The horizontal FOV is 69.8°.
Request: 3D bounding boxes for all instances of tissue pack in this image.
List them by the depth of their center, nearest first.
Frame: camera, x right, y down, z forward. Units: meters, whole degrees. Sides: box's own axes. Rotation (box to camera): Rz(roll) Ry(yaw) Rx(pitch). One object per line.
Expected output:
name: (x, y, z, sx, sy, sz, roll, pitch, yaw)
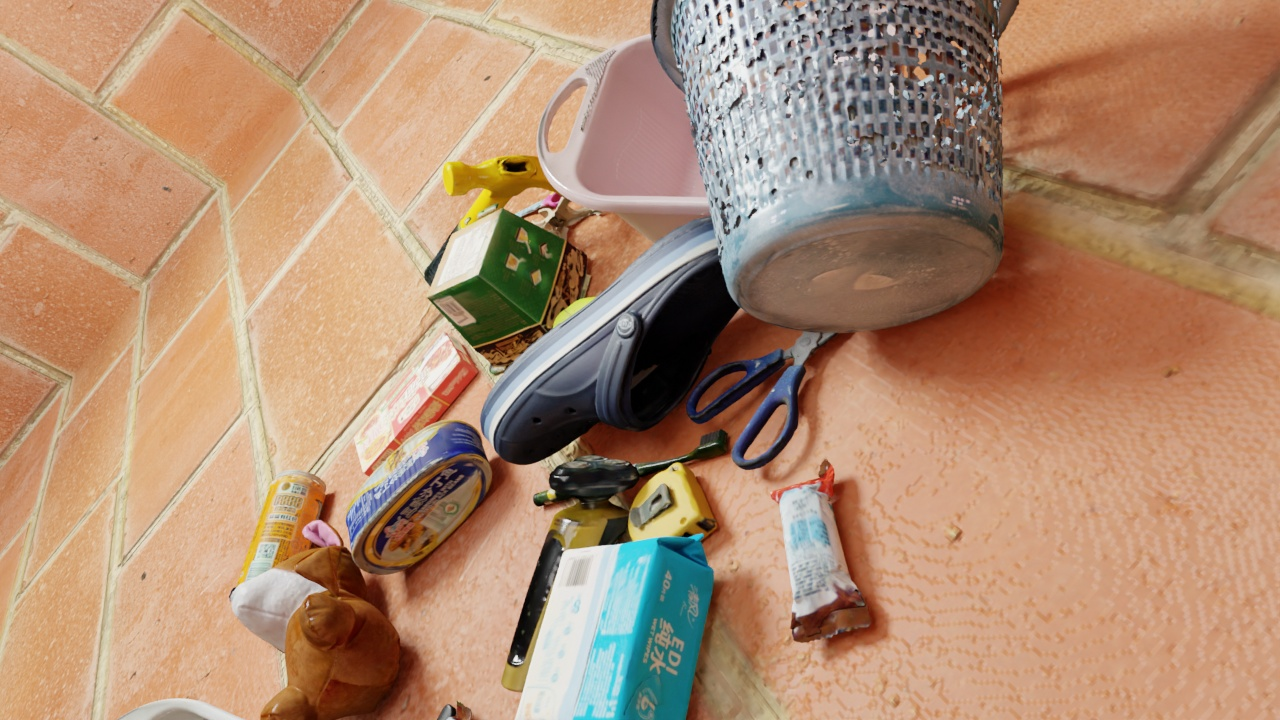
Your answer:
tissue pack: (-0.011, 0.169, 0.541, 0.090, 0.063, 0.139, -18, 46, 42)

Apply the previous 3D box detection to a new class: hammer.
hammer: (-0.173, -0.136, 0.946, 0.302, 0.128, 0.033, -30, 73, 60)

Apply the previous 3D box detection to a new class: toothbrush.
toothbrush: (-0.012, 0.081, 0.667, 0.186, 0.012, 0.017, -22, 39, 37)

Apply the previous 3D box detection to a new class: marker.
marker: (-0.162, 0.301, 0.640, 0.018, 0.015, 0.124, -2, 57, 53)

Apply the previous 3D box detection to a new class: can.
can: (-0.190, 0.118, 0.786, 0.148, 0.074, 0.049, -44, 39, 10)
can: (-0.369, 0.188, 0.944, 0.058, 0.058, 0.145, -28, 41, 31)

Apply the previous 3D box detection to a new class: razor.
razor: (-0.053, 0.141, 0.621, 0.062, 0.067, 0.167, 4, 69, 52)

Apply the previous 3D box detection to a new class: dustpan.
dustpan: (-0.339, 0.372, 0.673, 0.258, 0.142, 0.222, -3, 57, 50)
dustpan: (0.055, -0.198, 0.728, 0.274, 0.139, 0.222, -19, 45, 39)

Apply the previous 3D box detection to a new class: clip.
clip: (-0.086, -0.132, 0.925, 0.103, 0.035, 0.094, -17, 46, 46)

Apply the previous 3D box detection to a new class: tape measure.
tape measure: (0.017, 0.100, 0.602, 0.057, 0.029, 0.060, -42, 35, 15)

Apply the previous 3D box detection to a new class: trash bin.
trash bin: (0.119, -0.130, 0.542, 0.227, 0.226, 0.194, -19, 62, 39)

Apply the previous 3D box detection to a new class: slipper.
slipper: (-0.004, 0.004, 0.661, 0.253, 0.105, 0.095, -41, 58, 22)

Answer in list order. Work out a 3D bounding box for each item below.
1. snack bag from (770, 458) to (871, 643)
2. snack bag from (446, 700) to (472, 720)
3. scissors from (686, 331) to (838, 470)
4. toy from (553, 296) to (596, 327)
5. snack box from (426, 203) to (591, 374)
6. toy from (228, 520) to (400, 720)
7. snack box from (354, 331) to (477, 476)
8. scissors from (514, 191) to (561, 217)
snack bag: (0.096, 0.103, 0.508, 0.045, 0.026, 0.105, -24, 43, 22)
snack bag: (-0.139, 0.284, 0.618, 0.104, 0.026, 0.048, -65, 13, -20)
scissors: (0.102, 0.003, 0.597, 0.167, 0.012, 0.154, -22, 44, 28)
toy: (-0.038, -0.026, 0.776, 0.096, 0.031, 0.100, -49, 38, -3)
snack box: (-0.128, -0.069, 0.853, 0.118, 0.105, 0.117, -18, 47, 40)
toy: (-0.277, 0.219, 0.766, 0.140, 0.130, 0.199, -65, 25, 5)
snack box: (-0.232, 0.047, 0.941, 0.153, 0.025, 0.075, -49, 34, 5)
scissors: (-0.105, -0.173, 1.001, 0.134, 0.017, 0.054, -13, 36, 48)
